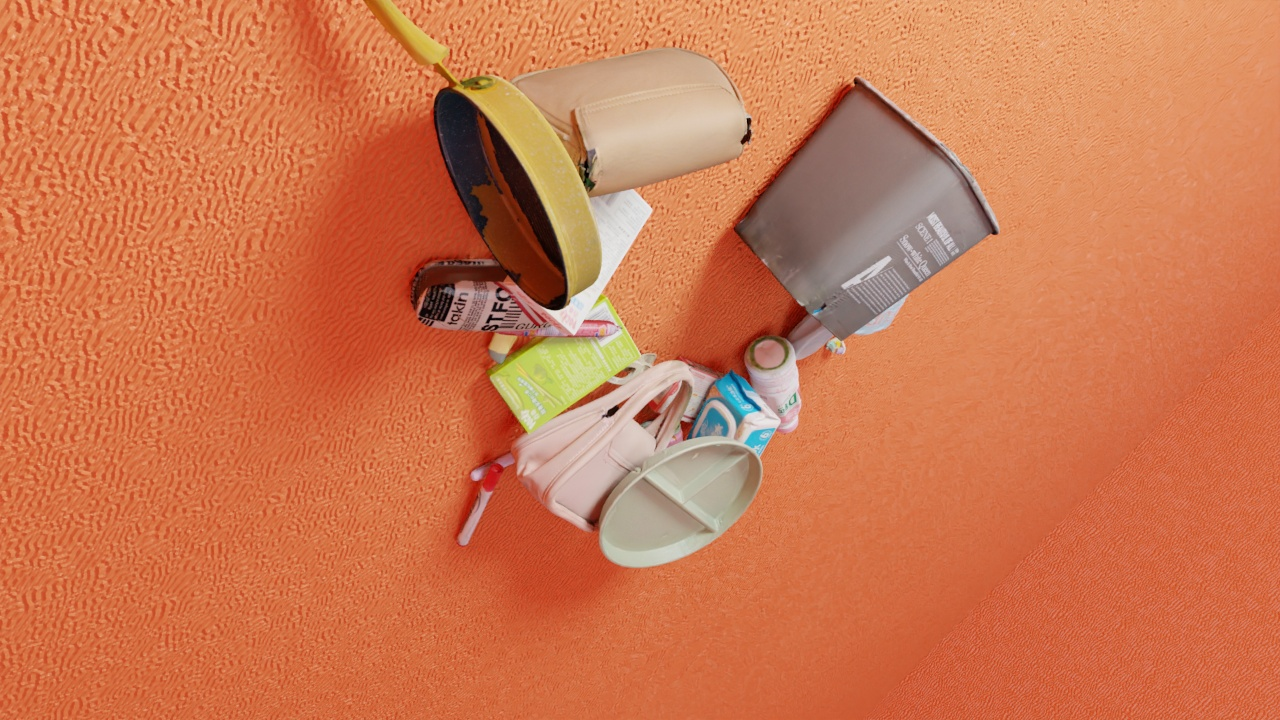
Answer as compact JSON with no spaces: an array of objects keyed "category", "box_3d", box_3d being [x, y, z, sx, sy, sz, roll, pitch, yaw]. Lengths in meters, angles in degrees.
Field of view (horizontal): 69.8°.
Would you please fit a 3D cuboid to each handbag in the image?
[{"category":"handbag","box_3d":[-0.010,-0.204,0.802,0.204,0.147,0.100,-18,135,-22]},{"category":"handbag","box_3d":[-0.026,0.090,1.095,0.234,0.093,0.193,-41,154,1]}]

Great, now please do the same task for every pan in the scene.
[{"category":"pan","box_3d":[-0.140,-0.191,0.706,0.078,0.198,0.358,-33,121,-20]}]

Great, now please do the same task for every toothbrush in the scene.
[{"category":"toothbrush","box_3d":[0.311,-0.090,1.301,0.020,0.029,0.190,-64,174,-59]},{"category":"toothbrush","box_3d":[-0.119,0.104,1.116,0.188,0.029,0.021,-23,97,-21]}]

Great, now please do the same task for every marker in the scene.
[{"category":"marker","box_3d":[-0.195,0.176,1.106,0.017,0.017,0.146,-4,137,-39]}]

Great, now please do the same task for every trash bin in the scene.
[{"category":"trash bin","box_3d":[0.250,-0.159,1.048,0.220,0.198,0.199,-44,143,12]}]

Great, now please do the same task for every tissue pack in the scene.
[{"category":"tissue pack","box_3d":[0.116,0.092,1.204,0.063,0.090,0.140,-2,130,-38]}]

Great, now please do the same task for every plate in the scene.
[{"category":"plate","box_3d":[0.049,0.177,1.150,0.230,0.027,0.231,-18,138,-17]}]

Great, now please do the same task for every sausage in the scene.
[{"category":"sausage","box_3d":[-0.089,-0.034,0.967,0.155,0.020,0.020,1,127,-29]}]

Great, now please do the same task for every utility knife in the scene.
[{"category":"utility knife","box_3d":[-0.115,-0.071,0.948,0.031,0.019,0.177,9,121,-49]}]

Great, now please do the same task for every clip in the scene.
[{"category":"clip","box_3d":[-0.014,0.000,1.103,0.103,0.076,0.035,-5,129,-51]}]

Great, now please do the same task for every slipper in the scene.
[{"category":"slipper","box_3d":[0.284,-0.062,1.203,0.103,0.074,0.246,-19,161,-43]}]

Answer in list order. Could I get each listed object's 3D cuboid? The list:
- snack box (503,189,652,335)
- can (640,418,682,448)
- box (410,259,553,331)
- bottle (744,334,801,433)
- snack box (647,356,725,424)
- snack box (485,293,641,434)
[{"category":"snack box","box_3d":[-0.058,-0.111,0.885,0.084,0.027,0.156,42,72,-34]},{"category":"can","box_3d":[0.029,0.154,1.221,0.057,0.058,0.147,-16,114,-30]},{"category":"box","box_3d":[-0.146,-0.067,0.905,0.163,0.076,0.075,-5,140,-31]},{"category":"bottle","box_3d":[0.192,0.042,1.290,0.068,0.068,0.197,-36,146,-8]},{"category":"snack box","box_3d":[0.081,0.048,1.228,0.155,0.027,0.077,21,111,-49]},{"category":"snack box","box_3d":[-0.084,0.004,1.015,0.156,0.026,0.086,-35,116,-8]}]
